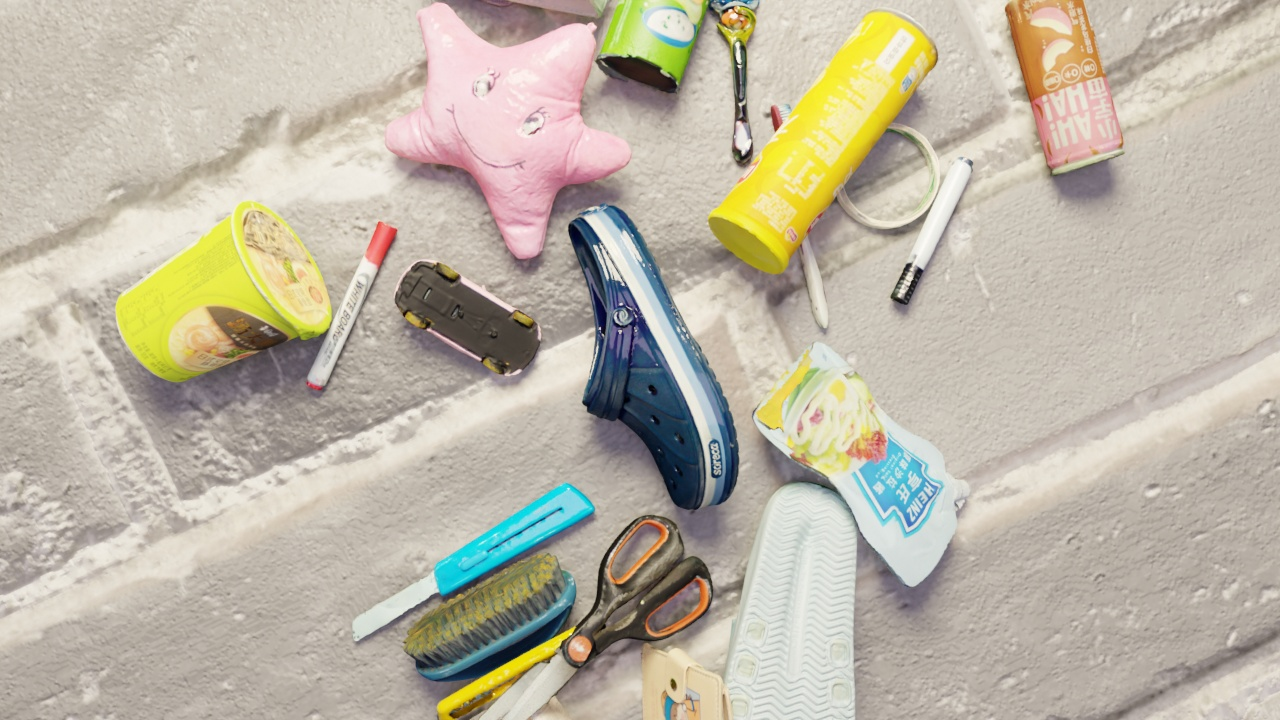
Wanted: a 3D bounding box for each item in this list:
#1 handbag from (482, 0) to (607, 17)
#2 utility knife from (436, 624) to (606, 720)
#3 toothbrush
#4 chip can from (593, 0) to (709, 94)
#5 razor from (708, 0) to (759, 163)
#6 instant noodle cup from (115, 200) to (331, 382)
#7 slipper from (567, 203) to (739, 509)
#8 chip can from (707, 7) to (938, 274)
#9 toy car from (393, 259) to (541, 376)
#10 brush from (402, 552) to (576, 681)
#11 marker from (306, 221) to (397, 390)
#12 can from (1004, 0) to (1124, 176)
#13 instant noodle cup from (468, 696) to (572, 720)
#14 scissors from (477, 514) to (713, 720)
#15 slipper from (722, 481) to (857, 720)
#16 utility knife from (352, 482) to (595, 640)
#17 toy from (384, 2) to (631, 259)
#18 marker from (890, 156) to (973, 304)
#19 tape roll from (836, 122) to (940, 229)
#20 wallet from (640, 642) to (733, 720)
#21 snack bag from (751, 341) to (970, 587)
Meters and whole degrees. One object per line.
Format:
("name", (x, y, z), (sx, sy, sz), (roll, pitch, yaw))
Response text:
("handbag", (-0.075, -0.376, 0.694), (0.145, 0.098, 0.197), (16, 92, 13))
("utility knife", (-0.096, 0.251, 0.733), (0.156, 0.015, 0.033), (-29, 136, -1))
("toothbrush", (0.134, -0.118, 0.754), (0.017, 0.016, 0.187), (-13, 92, -12))
("chip can", (0.036, -0.332, 0.714), (0.072, 0.072, 0.236), (20, 92, -3))
("razor", (0.079, -0.232, 0.744), (0.042, 0.022, 0.142), (-3, 93, 0))
("instant noodle cup", (-0.321, -0.043, 0.699), (0.123, 0.111, 0.111), (-26, 93, 7))
("slipper", (-0.004, 0.004, 0.706), (0.095, 0.105, 0.253), (-23, 90, -9))
("chip can", (0.141, -0.170, 0.710), (0.072, 0.072, 0.213), (37, 83, -3))
("toy car", (-0.138, -0.034, 0.736), (0.122, 0.037, 0.056), (32, 93, -16))
("brush", (-0.114, 0.214, 0.738), (0.144, 0.055, 0.073), (-29, 116, -1))
("marker", (-0.234, -0.044, 0.741), (0.017, 0.017, 0.145), (25, 91, -3))
("can", (0.340, -0.227, 0.735), (0.058, 0.058, 0.147), (-17, 92, -2))
("instant noodle cup", (-0.085, 0.328, 0.719), (0.116, 0.116, 0.124), (-30, 80, -1))
("scissors", (-0.028, 0.225, 0.711), (0.152, 0.022, 0.234), (34, 66, -14))
("slipper", (0.120, 0.221, 0.739), (0.104, 0.074, 0.245), (10, 76, -2))
("utility knife", (-0.141, 0.167, 0.752), (0.225, 0.018, 0.034), (-31, 94, 1))
("toy", (-0.102, -0.196, 0.708), (0.194, 0.074, 0.179), (42, 104, -5))
("marker", (0.239, -0.107, 0.756), (0.018, 0.022, 0.130), (26, 89, -14))
("tape roll", (0.202, -0.152, 0.755), (0.086, 0.014, 0.086), (0, 92, -2))
("wallet", (0.036, 0.271, 0.718), (0.024, 0.115, 0.087), (-8, 93, -28))
("snack bag", (0.183, 0.080, 0.741), (0.191, 0.039, 0.110), (44, 56, -1))
